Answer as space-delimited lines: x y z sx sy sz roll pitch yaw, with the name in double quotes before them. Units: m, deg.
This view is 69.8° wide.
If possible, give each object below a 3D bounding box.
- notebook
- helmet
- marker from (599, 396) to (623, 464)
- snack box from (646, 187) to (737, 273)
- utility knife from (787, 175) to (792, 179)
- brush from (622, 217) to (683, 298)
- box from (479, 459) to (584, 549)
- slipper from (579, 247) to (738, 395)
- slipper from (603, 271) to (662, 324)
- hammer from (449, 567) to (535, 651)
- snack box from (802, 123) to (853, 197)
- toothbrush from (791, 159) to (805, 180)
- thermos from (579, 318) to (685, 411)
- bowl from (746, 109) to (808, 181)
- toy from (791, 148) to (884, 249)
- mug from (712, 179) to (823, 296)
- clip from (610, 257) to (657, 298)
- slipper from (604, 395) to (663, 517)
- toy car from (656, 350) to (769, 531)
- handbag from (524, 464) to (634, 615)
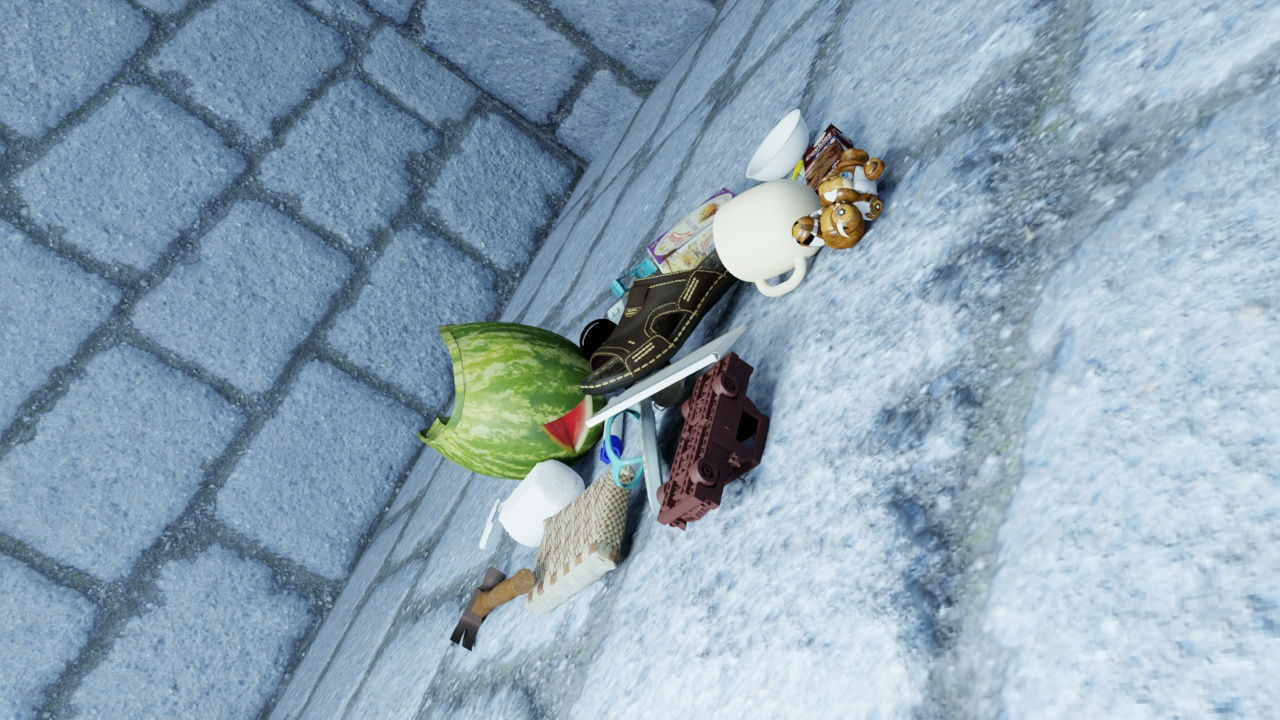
"notebook" 0.034 0.011 0.943 0.143 0.009 0.209 -29 2 17
"helmet" -0.165 0.058 1.273 0.243 0.246 0.213 23 102 57
"marker" -0.037 0.090 1.210 0.027 0.023 0.133 -48 16 21
"snack box" 0.084 -0.176 1.291 0.148 0.040 0.143 -37 17 5
"utility knife" 0.131 -0.165 1.209 0.206 0.015 0.031 -44 18 13
"brush" 0.034 -0.151 1.468 0.196 0.043 0.059 -52 15 22
"box" -0.149 0.199 1.204 0.166 0.092 0.083 -50 27 31
"slipper" 0.022 -0.061 1.067 0.267 0.076 0.113 -46 19 -20
"slipper" 0.003 -0.073 1.326 0.111 0.083 0.267 -43 18 36
"hammer" -0.179 0.293 1.134 0.115 0.033 0.324 -63 8 -27
"snack box" 0.217 -0.219 1.044 0.051 0.031 0.140 -48 16 29
"toothbrush" 0.184 -0.198 1.143 0.021 0.016 0.135 -28 34 58
"thermos" -0.007 0.007 1.150 0.061 0.061 0.231 -56 31 1
"bowl" 0.193 -0.279 1.236 0.110 0.040 0.109 -51 15 19
"toy" 0.200 -0.159 0.903 0.087 0.067 0.112 -13 56 48
"mug" 0.147 -0.131 0.976 0.100 0.096 0.120 -22 76 51
"clip" -0.026 -0.108 1.337 0.114 0.028 0.127 -32 3 4
"slipper" -0.004 0.095 0.942 0.055 0.098 0.268 -10 8 2
"toy car" 0.068 0.076 0.819 0.070 0.062 0.169 -42 21 44
"handbag" -0.064 0.199 1.015 0.186 0.047 0.123 -44 25 46
